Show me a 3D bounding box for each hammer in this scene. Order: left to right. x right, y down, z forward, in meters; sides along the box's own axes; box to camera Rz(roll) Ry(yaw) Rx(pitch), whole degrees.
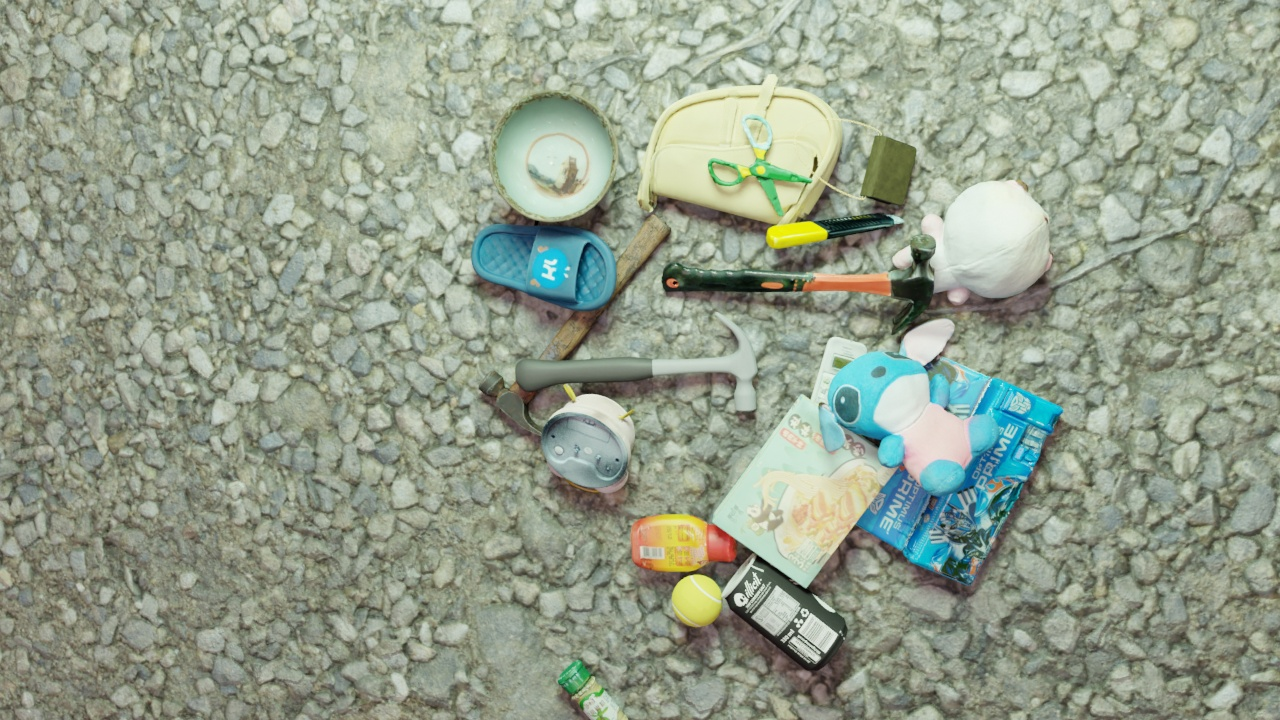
[{"bbox_3d":[-0.069,-0.049,1.203,0.120,0.033,0.331,41,100,2],"label":"hammer"},{"bbox_3d":[-0.007,0.007,1.175,0.311,0.029,0.125,-3,98,6],"label":"hammer"},{"bbox_3d":[0.184,-0.096,1.121,0.334,0.033,0.133,4,136,18],"label":"hammer"}]

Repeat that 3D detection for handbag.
[{"bbox_3d":[0.120,-0.250,1.120,0.233,0.088,0.191,15,100,10],"label":"handbag"},{"bbox_3d":[0.245,-0.235,1.069,0.177,0.027,0.084,9,98,-32],"label":"handbag"}]

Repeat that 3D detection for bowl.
[{"bbox_3d":[-0.106,-0.249,1.155,0.160,0.094,0.160,0,92,0],"label":"bowl"}]

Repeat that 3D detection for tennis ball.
[{"bbox_3d":[0.073,0.309,1.180,0.065,0.065,0.065,1,94,11],"label":"tennis ball"}]

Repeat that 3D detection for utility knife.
[{"bbox_3d":[0.237,-0.160,1.109,0.174,0.020,0.028,-10,50,-9],"label":"utility knife"}]

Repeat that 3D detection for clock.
[{"bbox_3d":[-0.065,0.115,1.181,0.117,0.058,0.158,18,126,11],"label":"clock"}]

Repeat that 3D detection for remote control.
[{"bbox_3d":[0.242,0.039,1.147,0.050,0.022,0.133,16,97,8],"label":"remote control"}]

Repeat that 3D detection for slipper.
[{"bbox_3d":[-0.127,-0.128,1.172,0.214,0.059,0.104,16,93,21],"label":"slipper"}]

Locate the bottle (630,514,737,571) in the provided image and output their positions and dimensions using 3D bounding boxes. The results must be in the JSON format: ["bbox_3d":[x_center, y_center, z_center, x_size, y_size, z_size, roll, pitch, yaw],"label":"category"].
[{"bbox_3d":[0.057,0.236,1.186,0.134,0.048,0.071,-2,95,12],"label":"bottle"}]

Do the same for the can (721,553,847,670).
[{"bbox_3d":[0.180,0.315,1.150,0.146,0.080,0.080,38,100,7],"label":"can"}]

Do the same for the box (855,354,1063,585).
[{"bbox_3d":[0.375,0.131,1.109,0.175,0.059,0.243,26,98,9],"label":"box"}]

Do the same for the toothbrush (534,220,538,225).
[{"bbox_3d":[-0.136,-0.215,1.211,0.017,0.014,0.188,-3,94,-1],"label":"toothbrush"}]

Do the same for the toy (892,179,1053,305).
[{"bbox_3d":[0.386,-0.128,1.073,0.180,0.101,0.139,-20,106,36],"label":"toy"}]

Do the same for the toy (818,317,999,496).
[{"bbox_3d":[0.318,0.057,1.065,0.223,0.099,0.191,-39,67,-23],"label":"toy"}]

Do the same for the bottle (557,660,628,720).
[{"bbox_3d":[-0.063,0.457,1.232,0.043,0.042,0.110,-42,87,11],"label":"bottle"}]

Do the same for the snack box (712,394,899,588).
[{"bbox_3d":[0.201,0.160,1.130,0.141,0.044,0.194,35,99,2],"label":"snack box"}]

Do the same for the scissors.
[{"bbox_3d":[0.143,-0.232,1.075,0.127,0.011,0.123,15,114,11],"label":"scissors"}]
